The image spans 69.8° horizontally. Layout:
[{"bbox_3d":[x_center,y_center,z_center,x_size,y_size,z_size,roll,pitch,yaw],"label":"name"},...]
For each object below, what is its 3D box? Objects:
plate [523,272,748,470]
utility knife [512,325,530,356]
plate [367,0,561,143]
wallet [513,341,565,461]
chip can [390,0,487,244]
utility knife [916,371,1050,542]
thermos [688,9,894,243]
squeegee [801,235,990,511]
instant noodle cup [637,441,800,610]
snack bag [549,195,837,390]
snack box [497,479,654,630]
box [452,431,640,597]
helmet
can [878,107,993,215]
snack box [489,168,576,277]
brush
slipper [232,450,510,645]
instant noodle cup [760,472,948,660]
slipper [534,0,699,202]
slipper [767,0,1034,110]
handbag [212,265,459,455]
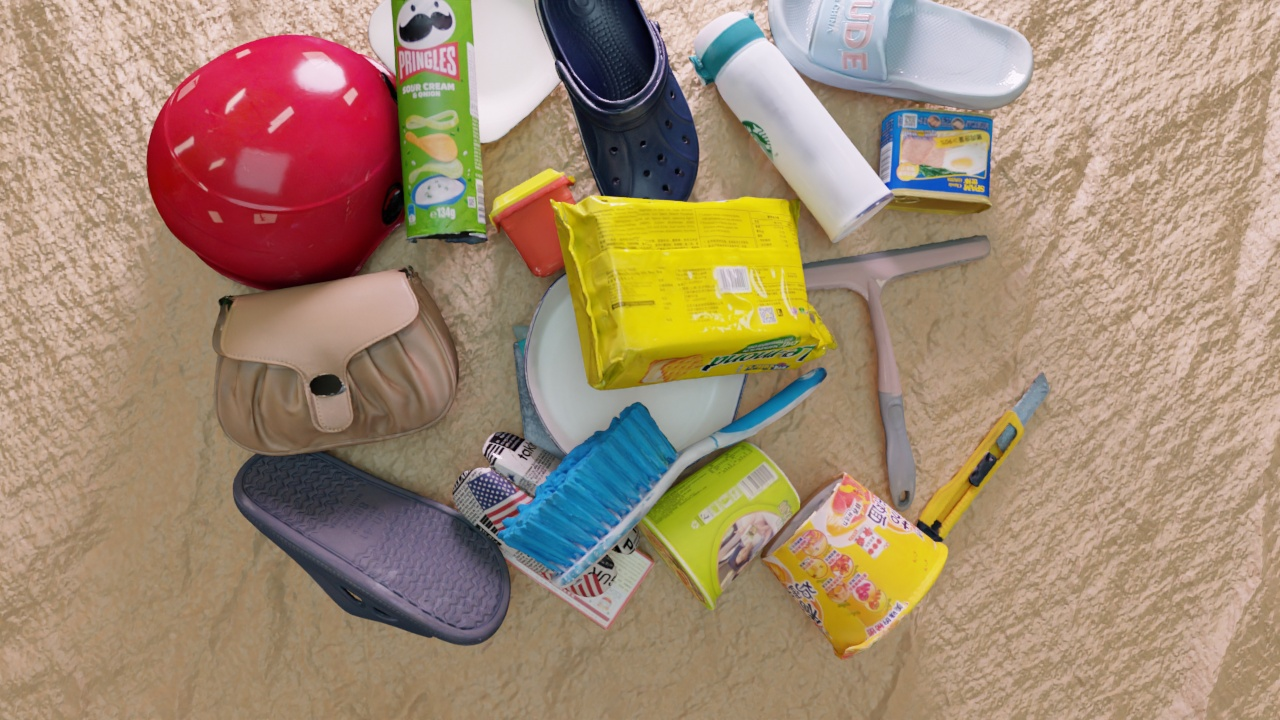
[{"bbox_3d":[-0.005,0.005,0.821,0.204,0.046,0.204,1,85,-16],"label":"plate"},{"bbox_3d":[-0.067,0.047,0.833,0.029,0.013,0.182,-25,93,-4],"label":"utility knife"},{"bbox_3d":[-0.144,-0.294,0.835,0.164,0.034,0.163,45,88,-3],"label":"plate"},{"bbox_3d":[-0.063,0.036,0.850,0.097,0.019,0.121,-6,89,-5],"label":"wallet"},{"bbox_3d":[-0.171,-0.218,0.781,0.072,0.072,0.236,-4,93,-3],"label":"chip can"},{"bbox_3d":[0.327,0.093,0.871,0.033,0.015,0.202,38,88,-5],"label":"utility knife"},{"bbox_3d":[0.130,-0.212,0.824,0.073,0.073,0.224,-36,83,-3],"label":"thermos"},{"bbox_3d":[0.230,0.020,0.855,0.247,0.040,0.249,-10,91,-3],"label":"squeegee"},{"bbox_3d":[0.073,0.139,0.817,0.123,0.112,0.111,-38,92,-12],"label":"instant noodle cup"},{"bbox_3d":[0.050,-0.064,0.774,0.246,0.068,0.158,-6,78,-28],"label":"snack bag"},{"bbox_3d":[-0.072,0.171,0.843,0.156,0.027,0.077,36,88,-3],"label":"snack box"},{"bbox_3d":[-0.085,0.138,0.806,0.162,0.075,0.086,38,104,-5],"label":"box"},{"bbox_3d":[-0.304,-0.178,0.776,0.207,0.144,0.240,34,87,-1],"label":"helmet"},{"bbox_3d":[0.272,-0.183,0.848,0.102,0.057,0.083,5,87,-4],"label":"can"},{"bbox_3d":[-0.083,-0.120,0.813,0.082,0.091,0.080,-31,98,-2],"label":"snack box"},{"bbox_3d":[0.027,0.074,0.777,0.313,0.061,0.109,-44,100,-18],"label":"brush"},{"bbox_3d":[-0.234,0.167,0.810,0.268,0.084,0.110,28,45,9],"label":"slipper"},{"bbox_3d":[0.181,0.173,0.809,0.110,0.138,0.138,44,88,5],"label":"instant noodle cup"},{"bbox_3d":[-0.012,-0.237,0.796,0.105,0.095,0.253,-23,105,-5],"label":"slipper"},{"bbox_3d":[0.229,-0.292,0.817,0.245,0.074,0.104,20,81,10],"label":"slipper"},{"bbox_3d":[-0.264,0.005,0.792,0.204,0.099,0.148,-10,106,-4],"label":"handbag"}]
